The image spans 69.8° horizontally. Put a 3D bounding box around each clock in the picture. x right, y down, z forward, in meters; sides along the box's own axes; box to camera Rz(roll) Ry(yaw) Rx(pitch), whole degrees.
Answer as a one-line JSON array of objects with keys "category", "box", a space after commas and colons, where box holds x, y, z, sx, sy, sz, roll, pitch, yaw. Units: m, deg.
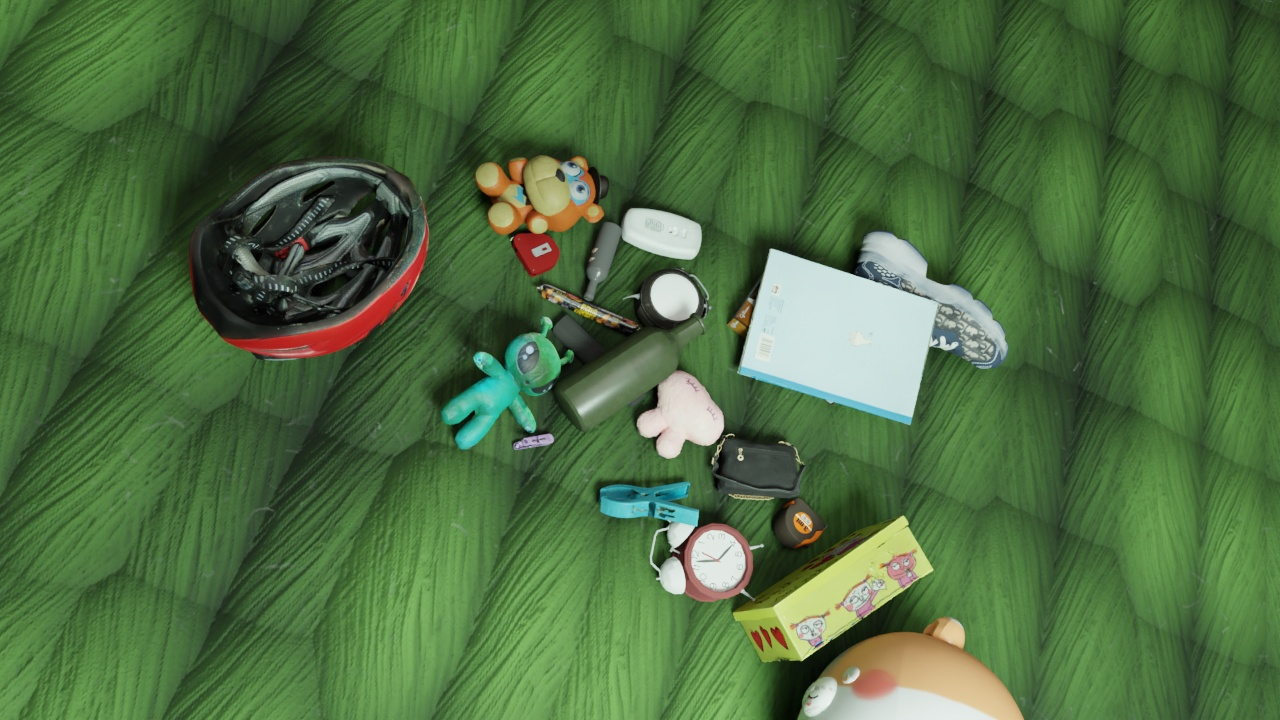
[{"category": "clock", "box": [0.044, -0.081, 1.233, 0.122, 0.044, 0.091, -33, 84, -25]}, {"category": "clock", "box": [0.078, 0.246, 1.129, 0.137, 0.048, 0.096, 18, 67, -13]}]

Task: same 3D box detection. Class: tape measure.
[{"category": "tape measure", "box": [-0.136, -0.145, 1.209, 0.051, 0.019, 0.059, -28, 82, -24]}, {"category": "tape measure", "box": [0.202, 0.216, 1.188, 0.058, 0.038, 0.058, 45, 51, 0]}]

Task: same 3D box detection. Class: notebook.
[{"category": "notebook", "box": [0.273, -0.032, 1.255, 0.253, 0.009, 0.181, 17, 81, -7]}]

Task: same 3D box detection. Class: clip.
[{"category": "clip", "box": [0.010, 0.178, 1.118, 0.120, 0.103, 0.027, 4, 109, -6]}, {"category": "clip", "box": [-0.135, 0.101, 1.128, 0.051, 0.045, 0.014, 7, 63, -62]}]

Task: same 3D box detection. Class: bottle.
[{"category": "bottle", "box": [-0.007, 0.007, 1.149, 0.206, 0.071, 0.071, -34, 84, -15]}, {"category": "bottle", "box": [-0.054, -0.130, 1.225, 0.030, 0.030, 0.112, 21, 67, -10]}]

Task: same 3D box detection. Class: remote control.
[{"category": "remote control", "box": [0.029, -0.176, 1.269, 0.114, 0.028, 0.060, 11, 69, -15]}, {"category": "remote control", "box": [-0.053, 0.000, 1.189, 0.147, 0.015, 0.033, 44, 64, 0]}]

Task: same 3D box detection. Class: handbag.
[{"category": "handbag", "box": [0.154, 0.137, 1.190, 0.128, 0.054, 0.079, 7, 66, -14]}]

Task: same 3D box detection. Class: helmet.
[{"category": "helmet", "box": [-0.364, -0.114, 1.039, 0.271, 0.167, 0.217, -41, 76, -20]}]

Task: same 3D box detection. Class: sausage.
[{"category": "sausage", "box": [-0.066, -0.065, 1.204, 0.155, 0.020, 0.020, 23, 66, -9]}]

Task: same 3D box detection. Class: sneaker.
[{"category": "sneaker", "box": [0.400, -0.059, 1.327, 0.269, 0.103, 0.132, 39, 79, -2]}]

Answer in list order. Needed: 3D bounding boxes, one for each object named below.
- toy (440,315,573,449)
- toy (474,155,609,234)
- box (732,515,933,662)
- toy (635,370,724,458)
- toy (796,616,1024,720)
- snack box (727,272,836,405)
[{"category": "toy", "box": [-0.161, 0.025, 1.119, 0.193, 0.072, 0.131, -41, 126, -22]}, {"category": "toy", "box": [-0.126, -0.218, 1.204, 0.175, 0.096, 0.112, -10, 71, -33]}, {"category": "box", "box": [0.235, 0.283, 1.129, 0.220, 0.125, 0.080, -24, 80, -22]}, {"category": "toy", "box": [0.049, 0.073, 1.181, 0.105, 0.053, 0.108, -41, 89, -11]}, {"category": "toy", "box": [0.298, 0.432, 1.025, 0.265, 0.264, 0.279, 29, 47, -9]}, {"category": "snack box", "box": [0.224, -0.035, 1.283, 0.186, 0.032, 0.100, 37, 65, -3]}]
